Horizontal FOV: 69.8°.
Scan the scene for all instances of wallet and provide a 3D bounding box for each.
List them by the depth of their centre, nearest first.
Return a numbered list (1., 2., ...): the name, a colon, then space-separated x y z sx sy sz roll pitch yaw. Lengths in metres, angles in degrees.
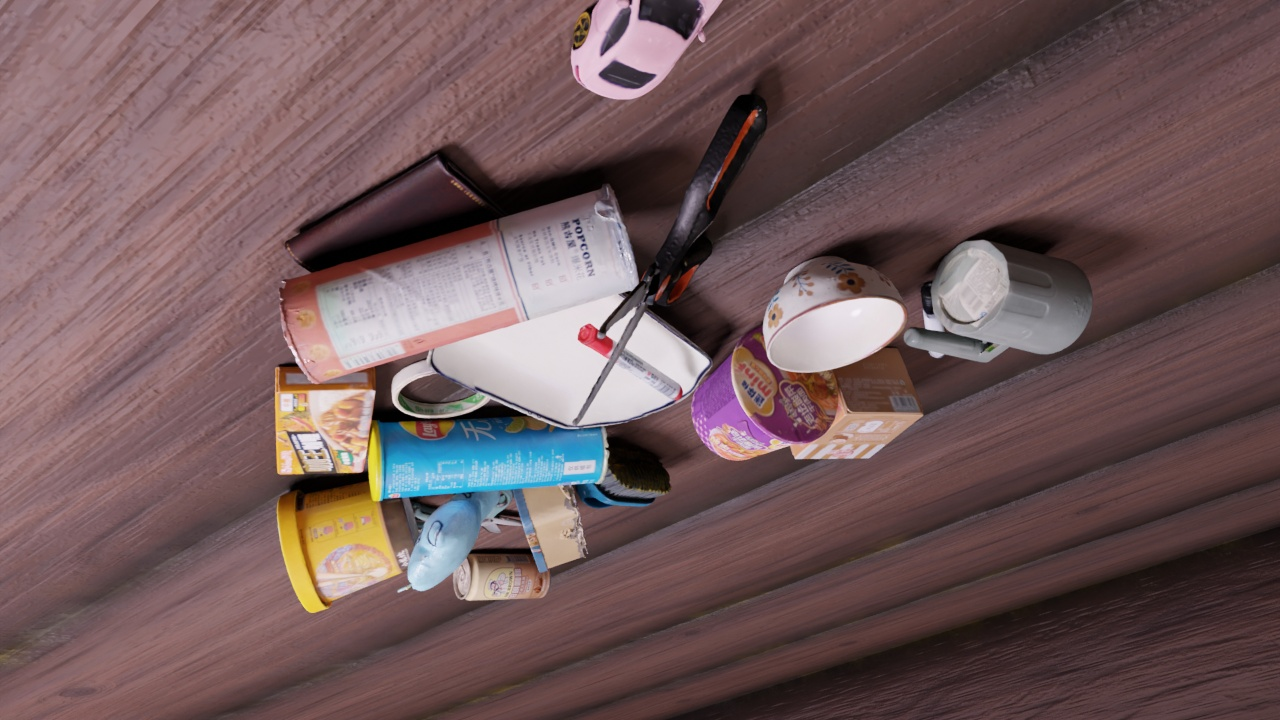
1. wallet: -0.151 -0.080 0.596 0.122 0.020 0.096 -24 155 17

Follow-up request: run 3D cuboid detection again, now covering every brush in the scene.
1. brush: -0.025 0.129 0.967 0.074 0.055 0.143 -33 158 19

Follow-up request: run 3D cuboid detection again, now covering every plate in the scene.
1. plate: -0.053 -0.010 0.743 0.162 0.034 0.265 -26 149 24

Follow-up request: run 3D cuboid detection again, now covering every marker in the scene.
1. marker: -0.004 0.004 0.733 0.017 0.017 0.145 -25 150 21
2. marker: 0.273 -0.035 0.848 0.023 0.018 0.131 -12 152 16

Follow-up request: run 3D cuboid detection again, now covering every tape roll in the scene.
1. tape roll: -0.167 0.024 0.779 0.085 0.014 0.086 -10 151 -6

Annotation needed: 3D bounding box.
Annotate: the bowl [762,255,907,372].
1. bowl: 0.150 -0.043 0.737 0.113 0.062 0.114 -9 151 -5

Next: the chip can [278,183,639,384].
1. chip can: -0.112 -0.048 0.581 0.214 0.071 0.071 -17 152 -3

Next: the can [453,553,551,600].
1. can: -0.177 0.279 1.183 0.116 0.058 0.059 7 146 -32

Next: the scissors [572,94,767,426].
1. scissors: 0.021 -0.061 0.570 0.221 0.022 0.233 -63 173 18

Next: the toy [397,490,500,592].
1. toy: -0.178 0.162 0.876 0.050 0.155 0.162 30 151 1

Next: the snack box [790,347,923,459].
1. snack box: 0.200 0.042 0.894 0.092 0.077 0.095 2 147 -25

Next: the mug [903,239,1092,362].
1. mug: 0.298 -0.042 0.777 0.103 0.083 0.124 9 142 -30

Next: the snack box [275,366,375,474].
1. snack box: -0.269 0.053 0.777 0.075 0.026 0.154 0 149 -21

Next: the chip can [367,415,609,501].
1. chip can: -0.139 0.085 0.842 0.210 0.071 0.071 -2 149 -21

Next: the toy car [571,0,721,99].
1. toy car: 0.010 -0.180 0.464 0.056 0.037 0.123 7 145 -35

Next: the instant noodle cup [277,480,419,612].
1. instant noodle cup: -0.281 0.172 0.902 0.114 0.118 0.119 -16 152 -12

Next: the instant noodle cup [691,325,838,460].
1. instant noodle cup: 0.105 0.038 0.826 0.111 0.111 0.099 4 155 -27

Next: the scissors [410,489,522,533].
1. scissors: -0.180 0.163 1.018 0.176 0.019 0.173 18 138 -41

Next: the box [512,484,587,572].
1. box: -0.098 0.160 0.972 0.062 0.089 0.185 -15 151 -10
